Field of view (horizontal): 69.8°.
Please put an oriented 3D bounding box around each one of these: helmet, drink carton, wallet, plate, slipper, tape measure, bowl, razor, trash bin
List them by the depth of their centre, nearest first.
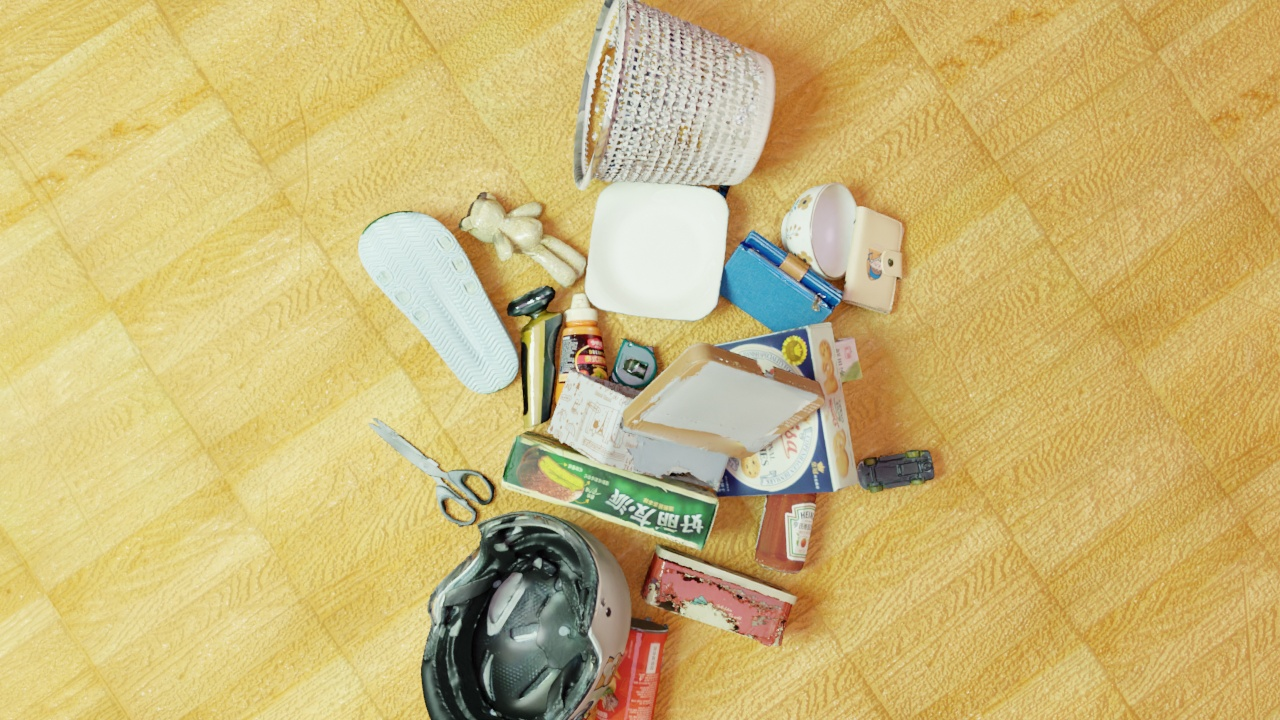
[{"bbox_3d":[-0.110,0.302,1.024,0.230,0.156,0.274,30,100,34],"label":"helmet"},{"bbox_3d":[0.039,-0.291,1.042,0.192,0.228,0.227,8,87,-14],"label":"trash bin"},{"bbox_3d":[-0.125,-0.004,1.078,0.067,0.062,0.167,2,87,-25],"label":"razor"},{"bbox_3d":[0.159,-0.083,1.084,0.133,0.107,0.040,35,52,0],"label":"wallet"},{"bbox_3d":[-0.230,-0.070,1.087,0.104,0.074,0.245,-35,105,-5],"label":"slipper"},{"bbox_3d":[0.207,-0.152,1.092,0.062,0.113,0.113,4,87,40],"label":"bowl"},{"bbox_3d":[0.021,-0.130,1.101,0.164,0.034,0.164,8,86,10],"label":"plate"},{"bbox_3d":[0.199,0.011,1.103,0.122,0.045,0.053,-14,92,-1],"label":"drink carton"},{"bbox_3d":[0.285,-0.119,1.106,0.087,0.024,0.115,13,83,-33],"label":"wallet"},{"bbox_3d":[-0.007,0.006,1.110,0.054,0.025,0.058,18,88,0],"label":"tape measure"}]

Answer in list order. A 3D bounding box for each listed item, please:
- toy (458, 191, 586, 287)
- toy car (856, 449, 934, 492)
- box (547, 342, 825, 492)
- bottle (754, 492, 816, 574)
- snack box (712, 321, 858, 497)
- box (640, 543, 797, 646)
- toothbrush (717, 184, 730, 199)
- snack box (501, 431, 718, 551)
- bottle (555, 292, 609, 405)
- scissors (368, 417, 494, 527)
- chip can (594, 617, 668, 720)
[{"bbox_3d":[-0.138,-0.142,1.100,0.157,0.066,0.104,31,55,-4],"label":"toy"},{"bbox_3d":[0.306,0.133,1.107,0.090,0.035,0.042,-11,86,4],"label":"toy car"},{"bbox_3d":[0.041,0.065,0.975,0.178,0.274,0.126,18,68,-35],"label":"box"},{"bbox_3d":[0.183,0.147,1.091,0.060,0.060,0.206,12,86,-1],"label":"bottle"},{"bbox_3d":[0.147,0.060,1.042,0.045,0.183,0.178,-7,86,-42],"label":"snack box"},{"bbox_3d":[0.086,0.280,1.067,0.168,0.091,0.079,19,84,0],"label":"box"},{"bbox_3d":[0.103,-0.210,1.126,0.014,0.016,0.189,22,86,-8],"label":"toothbrush"},{"bbox_3d":[-0.034,0.146,1.058,0.240,0.114,0.063,18,88,-1],"label":"snack box"},{"bbox_3d":[-0.070,-0.007,1.094,0.067,0.067,0.149,-2,81,-2],"label":"bottle"},{"bbox_3d":[-0.250,0.122,1.108,0.136,0.014,0.174,-18,85,-1],"label":"scissors"},{"bbox_3d":[-0.018,0.411,1.069,0.073,0.073,0.216,10,88,-1],"label":"chip can"}]
